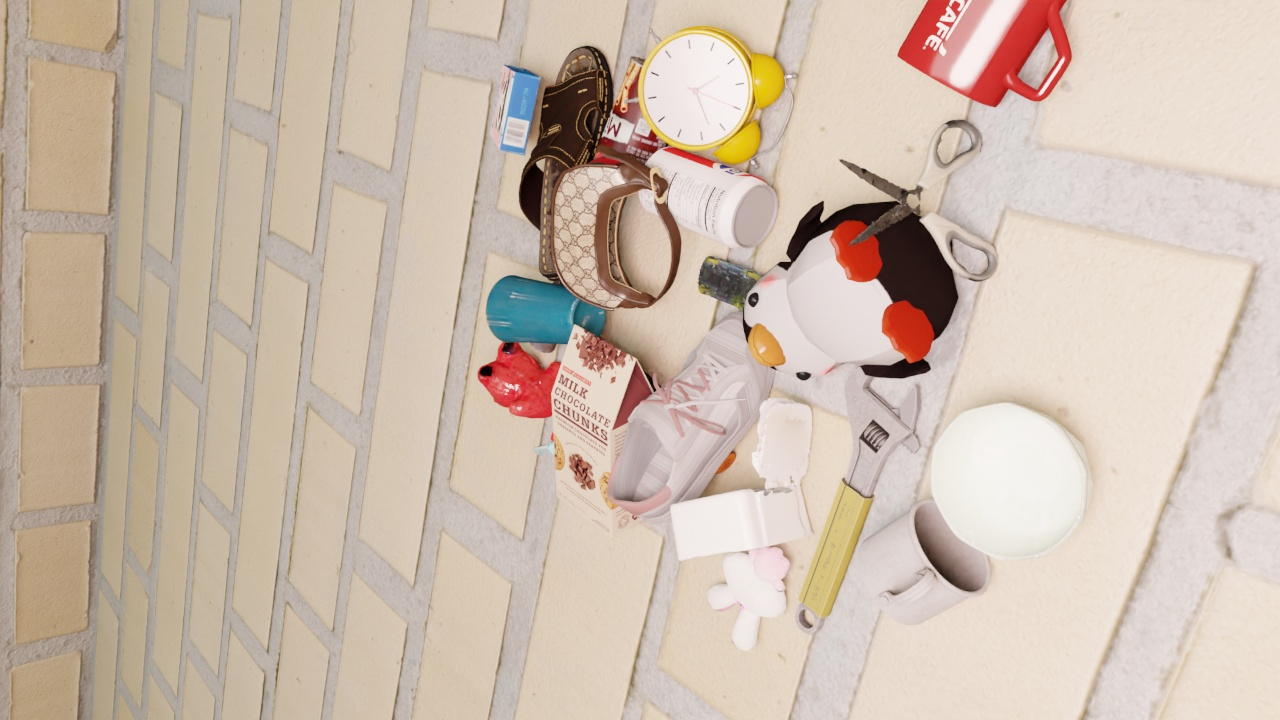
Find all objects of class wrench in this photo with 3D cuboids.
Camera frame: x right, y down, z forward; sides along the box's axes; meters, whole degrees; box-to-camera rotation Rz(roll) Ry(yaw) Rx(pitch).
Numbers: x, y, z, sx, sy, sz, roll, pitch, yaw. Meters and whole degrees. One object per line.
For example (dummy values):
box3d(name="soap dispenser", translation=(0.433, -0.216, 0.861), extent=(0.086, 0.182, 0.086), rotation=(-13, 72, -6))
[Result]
box3d(name="wrench", translation=(0.187, 0.129, 0.827), extent=(0.084, 0.018, 0.274), rotation=(32, 115, 39))

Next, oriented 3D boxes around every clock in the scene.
box3d(name="clock", translation=(0.068, -0.251, 0.869), extent=(0.152, 0.052, 0.114), rotation=(24, 114, 5))

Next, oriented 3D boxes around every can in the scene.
box3d(name="can", translation=(0.063, -0.159, 0.893), extent=(0.132, 0.070, 0.070), rotation=(31, 114, 39))

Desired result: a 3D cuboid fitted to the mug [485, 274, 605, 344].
box3d(name="mug", translation=(-0.102, -0.052, 1.018), extent=(0.121, 0.078, 0.078), rotation=(9, 99, 37))

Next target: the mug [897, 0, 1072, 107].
box3d(name="mug", translation=(0.267, -0.244, 0.679), extent=(0.116, 0.080, 0.097), rotation=(43, 122, 27))

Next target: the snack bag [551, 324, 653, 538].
box3d(name="snack bag", translation=(-0.036, 0.070, 0.967), extent=(0.094, 0.069, 0.207), rotation=(29, 131, 39))

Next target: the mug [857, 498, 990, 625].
box3d(name="mug", translation=(0.220, 0.168, 0.732), extent=(0.084, 0.113, 0.071), rotation=(51, 130, 10))

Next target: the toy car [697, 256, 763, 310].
box3d(name="toy car", translation=(0.093, -0.074, 0.900), extent=(0.090, 0.027, 0.039), rotation=(27, 109, 41))

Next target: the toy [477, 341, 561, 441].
box3d(name="toy", translation=(-0.132, 0.043, 1.123), extent=(0.133, 0.088, 0.094), rotation=(45, 158, 11))

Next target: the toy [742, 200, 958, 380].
box3d(name="toy", translation=(0.167, -0.051, 0.780), extent=(0.159, 0.139, 0.185), rotation=(56, 145, -4))

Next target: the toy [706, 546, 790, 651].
box3d(name="toy", translation=(0.109, 0.224, 0.898), extent=(0.079, 0.037, 0.123), rotation=(52, 133, 28))

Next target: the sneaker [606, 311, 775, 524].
box3d(name="sneaker", translation=(0.042, 0.053, 0.883), extent=(0.099, 0.089, 0.236), rotation=(33, 98, 31))

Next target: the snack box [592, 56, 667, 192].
box3d(name="snack box", translation=(0.000, -0.244, 0.950), extent=(0.072, 0.072, 0.121), rotation=(42, 120, 35))

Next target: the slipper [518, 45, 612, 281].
box3d(name="slipper", translation=(-0.089, -0.223, 1.021), extent=(0.113, 0.075, 0.267), rotation=(1, 83, 45))

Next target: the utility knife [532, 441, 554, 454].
box3d(name="utility knife", translation=(-0.089, 0.102, 1.103), extent=(0.141, 0.015, 0.022), rotation=(-17, 100, 45))

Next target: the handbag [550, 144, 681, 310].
box3d(name="handbag", translation=(-0.020, -0.130, 0.920), extent=(0.138, 0.063, 0.167), rotation=(20, 124, 24))

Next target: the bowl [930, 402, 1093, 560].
box3d(name="bowl", translation=(0.287, 0.088, 0.694), extent=(0.118, 0.061, 0.117), rotation=(3, 94, 45))

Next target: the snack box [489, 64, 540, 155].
box3d(name="snack box", translation=(-0.148, -0.296, 1.073), extent=(0.154, 0.033, 0.088), rotation=(-122, 45, -66))

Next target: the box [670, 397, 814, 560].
box3d(name="box", translation=(0.105, 0.106, 0.846), extent=(0.152, 0.107, 0.132), rotation=(-21, 78, 41))

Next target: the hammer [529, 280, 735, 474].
box3d(name="hammer", translation=(-0.006, 0.006, 1.002), extent=(0.314, 0.034, 0.138), rotation=(42, 120, 34))

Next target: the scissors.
box3d(name="scissors", translation=(0.222, -0.119, 0.704), extent=(0.157, 0.170, 0.013), rotation=(47, 158, -13))
